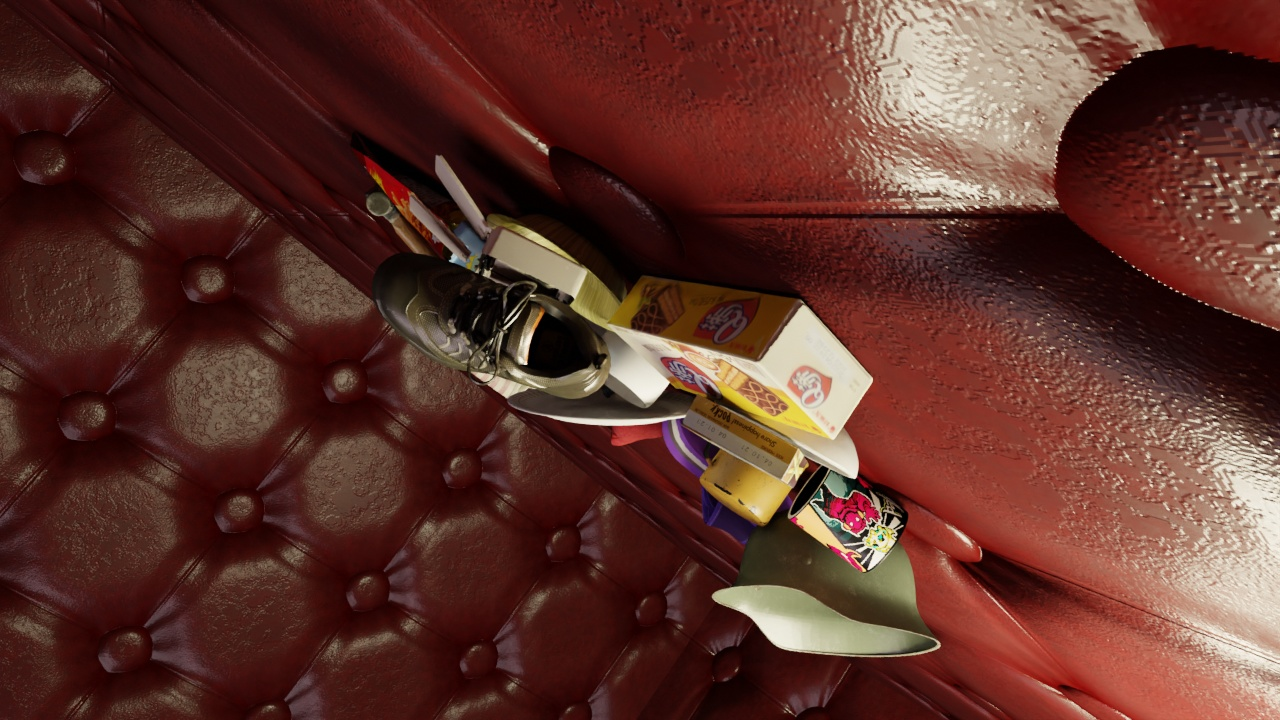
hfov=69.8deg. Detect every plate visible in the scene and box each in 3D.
[{"bbox_3d":[-0.041,0.057,1.121,0.242,0.016,0.242,2,-173,0],"label":"plate"},{"bbox_3d":[-0.070,-0.098,0.924,0.184,0.036,0.184,35,168,8],"label":"plate"}]

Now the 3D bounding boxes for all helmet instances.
[{"bbox_3d":[0.222,0.259,1.117,0.267,0.153,0.228,11,154,-10],"label":"helmet"}]

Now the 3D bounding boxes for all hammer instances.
[{"bbox_3d":[-0.259,-0.106,1.263,0.330,0.033,0.132,52,177,-23],"label":"hammer"}]

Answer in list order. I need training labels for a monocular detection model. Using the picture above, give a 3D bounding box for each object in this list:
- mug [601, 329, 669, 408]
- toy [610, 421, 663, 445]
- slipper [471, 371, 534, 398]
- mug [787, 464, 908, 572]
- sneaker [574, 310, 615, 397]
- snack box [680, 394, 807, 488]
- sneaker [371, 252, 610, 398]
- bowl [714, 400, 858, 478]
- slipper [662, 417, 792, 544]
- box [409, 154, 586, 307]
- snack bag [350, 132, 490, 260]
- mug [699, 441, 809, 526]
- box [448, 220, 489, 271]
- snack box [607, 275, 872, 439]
[{"bbox_3d":[-0.006,0.006,1.066,0.094,0.068,0.116,32,168,20],"label":"mug"},{"bbox_3d":[0.007,0.063,1.311,0.094,0.088,0.133,5,147,-4],"label":"toy"},{"bbox_3d":[-0.151,0.004,1.272,0.262,0.115,0.052,24,-162,-25],"label":"slipper"},{"bbox_3d":[0.227,0.163,1.008,0.098,0.082,0.117,36,-164,3],"label":"mug"},{"bbox_3d":[-0.098,-0.026,1.178,0.235,0.079,0.087,31,167,27],"label":"sneaker"},{"bbox_3d":[0.106,0.082,0.890,0.101,0.031,0.186,28,177,16],"label":"snack box"},{"bbox_3d":[-0.134,-0.028,0.827,0.238,0.101,0.143,22,174,-7],"label":"sneaker"},{"bbox_3d":[0.145,0.058,0.870,0.149,0.043,0.149,29,177,1],"label":"bowl"},{"bbox_3d":[0.105,0.170,1.216,0.266,0.084,0.107,41,-153,-28],"label":"slipper"},{"bbox_3d":[-0.138,-0.109,0.873,0.187,0.058,0.144,36,167,-10],"label":"box"},{"bbox_3d":[-0.265,-0.194,1.127,0.208,0.066,0.139,41,177,28],"label":"snack bag"},{"bbox_3d":[0.125,0.128,1.095,0.123,0.094,0.101,40,168,-15],"label":"mug"},{"bbox_3d":[-0.137,-0.058,1.003,0.209,0.086,0.072,45,-162,8],"label":"box"},{"bbox_3d":[0.077,-0.009,0.786,0.110,0.061,0.230,42,167,-30],"label":"snack box"}]
